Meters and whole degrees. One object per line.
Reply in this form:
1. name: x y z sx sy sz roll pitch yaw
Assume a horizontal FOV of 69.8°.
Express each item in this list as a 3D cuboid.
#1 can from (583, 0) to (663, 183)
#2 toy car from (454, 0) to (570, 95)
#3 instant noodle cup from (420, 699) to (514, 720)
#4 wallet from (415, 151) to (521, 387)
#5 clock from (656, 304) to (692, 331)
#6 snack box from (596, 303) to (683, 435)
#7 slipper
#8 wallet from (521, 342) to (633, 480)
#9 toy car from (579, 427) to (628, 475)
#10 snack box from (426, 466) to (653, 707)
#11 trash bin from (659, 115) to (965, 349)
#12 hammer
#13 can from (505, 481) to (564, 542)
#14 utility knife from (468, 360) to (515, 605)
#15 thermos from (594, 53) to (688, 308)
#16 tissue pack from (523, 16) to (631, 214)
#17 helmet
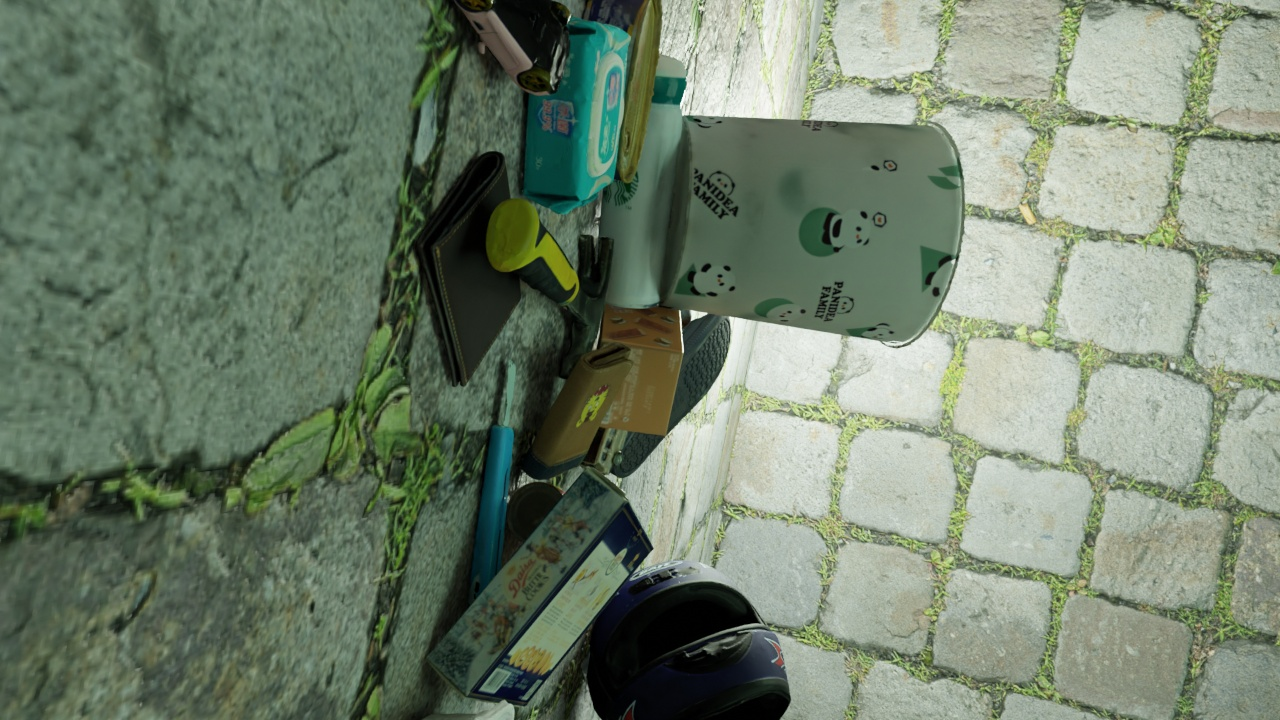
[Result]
1. can: -0.021 -0.218 0.727 0.074 0.049 0.148 -31 131 -74
2. toy car: -0.075 -0.200 0.522 0.122 0.037 0.056 46 53 -61
3. instant noodle cup: -0.149 0.322 0.623 0.138 0.060 0.173 39 62 -77
4. wallet: -0.102 -0.055 0.575 0.122 0.020 0.096 89 21 -48
5. clock: 0.022 -0.076 0.997 0.055 0.082 0.121 94 10 -59
6. snack box: -0.005 0.005 0.883 0.094 0.077 0.093 -90 -170 -62
7. slipper: 0.021 0.025 1.130 0.267 0.083 0.111 -49 152 -29
8. wallet: -0.052 0.042 0.780 0.115 0.033 0.090 -62 165 19
9. toy car: -0.035 0.073 0.962 0.035 0.042 0.090 41 65 -55
10. snack box: -0.070 0.190 0.739 0.182 0.046 0.178 -50 160 -14
11. trash bin: 0.147 -0.133 0.906 0.230 0.251 0.229 -177 -89 -80
12. hammer: -0.060 -0.060 0.682 0.323 0.032 0.126 53 48 -82
13. can: -0.075 0.143 0.810 0.133 0.053 0.053 62 41 -72
14. utility knife: -0.109 0.093 0.695 0.034 0.018 0.194 -31 131 -74
15. thermos: -0.003 -0.163 0.833 0.073 0.073 0.224 -48 148 -68
16. tissue pack: -0.045 -0.173 0.653 0.093 0.050 0.134 -55 154 -65
17. helmet: 0.052 0.377 1.180 0.316 0.247 0.240 95 -27 -54
